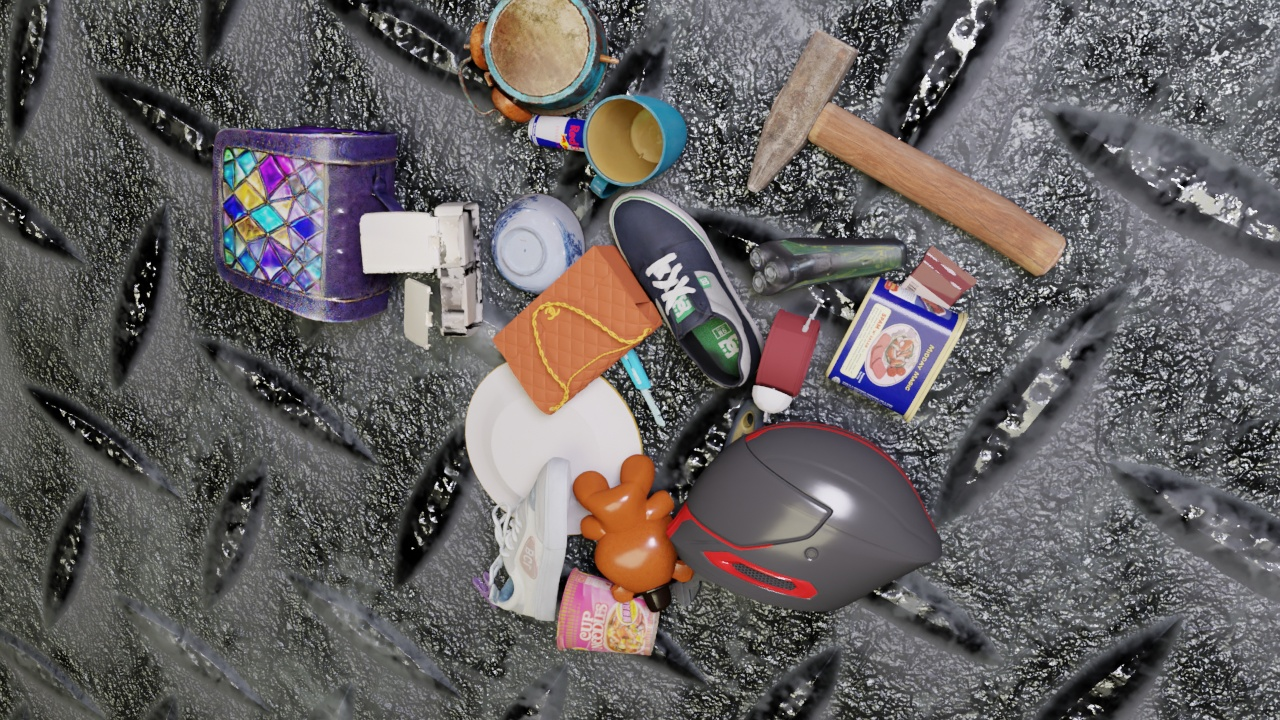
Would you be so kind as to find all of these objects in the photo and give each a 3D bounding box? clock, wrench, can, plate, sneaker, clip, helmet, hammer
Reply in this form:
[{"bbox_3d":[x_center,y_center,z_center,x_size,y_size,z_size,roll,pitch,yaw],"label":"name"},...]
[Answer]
[{"bbox_3d":[-0.109,-0.305,0.930,0.158,0.073,0.121,-24,94,12],"label":"clock"},{"bbox_3d":[0.089,0.166,1.035,0.073,0.022,0.274,23,113,19],"label":"wrench"},{"bbox_3d":[0.245,-0.013,0.890,0.092,0.056,0.116,28,113,11],"label":"can"},{"bbox_3d":[-0.109,0.105,1.086,0.230,0.021,0.230,6,108,18],"label":"plate"},{"bbox_3d":[0.147,0.003,0.930,0.044,0.087,0.125,18,108,13],"label":"clock"},{"bbox_3d":[0.044,-0.074,0.946,0.084,0.078,0.235,-35,92,26],"label":"sneaker"},{"bbox_3d":[-0.193,0.296,1.180,0.035,0.013,0.052,-33,96,26],"label":"clip"},{"bbox_3d":[-0.069,-0.237,0.962,0.095,0.032,0.032,11,109,16],"label":"can"},{"bbox_3d":[-0.132,0.211,1.065,0.090,0.089,0.243,8,125,-4],"label":"sneaker"},{"bbox_3d":[0.171,0.147,0.922,0.265,0.164,0.170,17,104,9],"label":"helmet"},{"bbox_3d":[0.256,-0.167,0.865,0.301,0.037,0.158,32,114,8],"label":"hammer"}]

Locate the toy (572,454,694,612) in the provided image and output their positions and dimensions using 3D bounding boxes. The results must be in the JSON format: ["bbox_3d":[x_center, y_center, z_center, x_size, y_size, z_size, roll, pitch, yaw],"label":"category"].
[{"bbox_3d":[-0.008,0.200,1.037,0.112,0.096,0.176,-19,82,8],"label":"toy"}]

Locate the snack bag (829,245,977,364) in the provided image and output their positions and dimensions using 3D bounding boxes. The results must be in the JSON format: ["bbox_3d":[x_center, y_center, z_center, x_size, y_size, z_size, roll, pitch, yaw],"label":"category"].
[{"bbox_3d":[0.260,-0.036,0.917,0.057,0.013,0.158,39,114,6],"label":"snack bag"}]

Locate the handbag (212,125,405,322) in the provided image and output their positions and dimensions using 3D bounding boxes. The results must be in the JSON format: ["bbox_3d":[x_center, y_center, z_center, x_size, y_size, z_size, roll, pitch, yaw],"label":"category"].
[{"bbox_3d":[-0.358,-0.163,1.036,0.222,0.125,0.205,15,110,17],"label":"handbag"}]

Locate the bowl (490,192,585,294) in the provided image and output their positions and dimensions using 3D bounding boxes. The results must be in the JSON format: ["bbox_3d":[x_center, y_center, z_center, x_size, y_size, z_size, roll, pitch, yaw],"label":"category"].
[{"bbox_3d":[-0.121,-0.124,1.007,0.114,0.045,0.114,6,108,18],"label":"bowl"}]

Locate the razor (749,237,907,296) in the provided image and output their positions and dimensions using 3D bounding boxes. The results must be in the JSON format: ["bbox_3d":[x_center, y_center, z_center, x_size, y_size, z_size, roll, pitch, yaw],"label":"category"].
[{"bbox_3d":[0.184,-0.094,0.899,0.151,0.067,0.054,-3,109,12],"label":"razor"}]

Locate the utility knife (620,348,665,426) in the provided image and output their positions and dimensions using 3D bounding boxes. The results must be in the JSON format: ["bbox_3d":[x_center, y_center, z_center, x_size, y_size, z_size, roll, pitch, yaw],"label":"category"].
[{"bbox_3d":[-0.006,0.006,1.023,0.022,0.015,0.151,-26,96,26],"label":"utility knife"}]

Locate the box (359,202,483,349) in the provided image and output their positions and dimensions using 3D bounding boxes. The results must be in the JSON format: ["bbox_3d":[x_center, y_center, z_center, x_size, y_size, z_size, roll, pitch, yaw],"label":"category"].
[{"bbox_3d":[-0.237,-0.092,0.964,0.106,0.192,0.143,-1,101,1],"label":"box"}]

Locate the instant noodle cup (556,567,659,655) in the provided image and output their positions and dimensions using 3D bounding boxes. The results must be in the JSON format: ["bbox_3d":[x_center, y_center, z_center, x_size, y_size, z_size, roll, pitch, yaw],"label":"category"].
[{"bbox_3d":[-0.034,0.304,1.086,0.109,0.097,0.098,9,109,9],"label":"instant noodle cup"}]

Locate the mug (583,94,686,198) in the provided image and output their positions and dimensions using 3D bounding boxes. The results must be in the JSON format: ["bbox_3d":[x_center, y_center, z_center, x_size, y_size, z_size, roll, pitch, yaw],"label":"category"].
[{"bbox_3d":[-0.007,-0.209,0.909,0.084,0.104,0.112,41,117,4],"label":"mug"}]

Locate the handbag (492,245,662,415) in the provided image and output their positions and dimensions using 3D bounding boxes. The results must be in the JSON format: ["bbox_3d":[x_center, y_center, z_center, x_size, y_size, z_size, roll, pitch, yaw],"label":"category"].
[{"bbox_3d":[-0.071,-0.029,0.996,0.172,0.060,0.109,-39,78,27],"label":"handbag"}]
